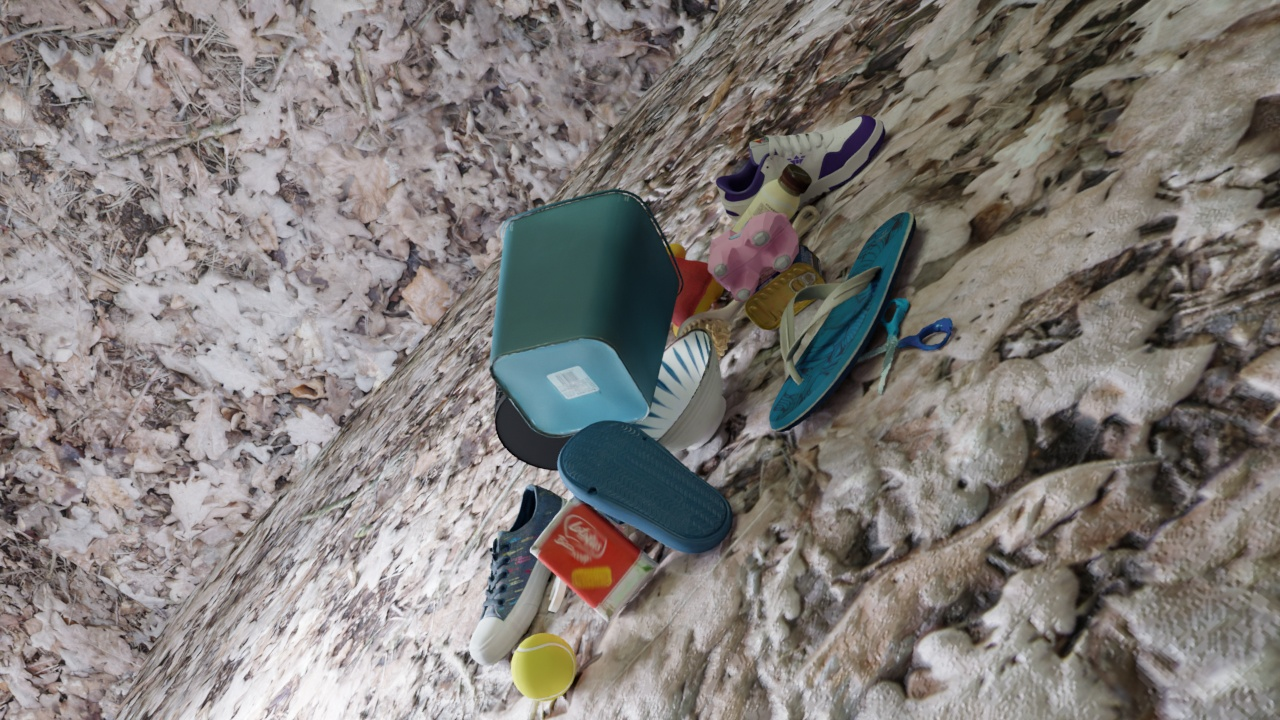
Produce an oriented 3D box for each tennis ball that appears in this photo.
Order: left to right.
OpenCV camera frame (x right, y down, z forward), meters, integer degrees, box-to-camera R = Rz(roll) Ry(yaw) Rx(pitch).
[{"bbox_3d":[-0.097,0.307,0.920,0.065,0.065,0.065,-42,21,19],"label":"tennis ball"}]

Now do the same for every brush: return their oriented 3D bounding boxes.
[{"bbox_3d":[0.146,-0.101,1.194,0.272,0.062,0.077,-48,35,-10],"label":"brush"}]

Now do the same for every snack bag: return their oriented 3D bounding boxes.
[{"bbox_3d":[-0.049,0.202,0.943,0.077,0.116,0.036,-51,-12,0],"label":"snack bag"}]

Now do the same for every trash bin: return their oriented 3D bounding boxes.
[{"bbox_3d":[-0.109,0.013,1.304,0.217,0.217,0.242,-38,29,28],"label":"trash bin"},{"bbox_3d":[-0.068,-0.047,1.078,0.199,0.197,0.218,-12,45,20],"label":"trash bin"}]

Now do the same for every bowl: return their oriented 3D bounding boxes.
[{"bbox_3d":[0.049,0.055,1.060,0.178,0.071,0.177,-47,20,23],"label":"bowl"}]

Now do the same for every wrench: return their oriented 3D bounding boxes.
[{"bbox_3d":[-0.061,0.160,1.080,0.047,0.009,0.273,141,148,-74],"label":"wrench"}]

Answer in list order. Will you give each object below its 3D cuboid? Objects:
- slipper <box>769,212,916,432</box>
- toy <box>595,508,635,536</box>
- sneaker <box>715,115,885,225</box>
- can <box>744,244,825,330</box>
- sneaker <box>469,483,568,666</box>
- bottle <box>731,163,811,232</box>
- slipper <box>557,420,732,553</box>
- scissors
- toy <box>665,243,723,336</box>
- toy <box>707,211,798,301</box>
[{"bbox_3d":[0.203,-0.056,0.951,0.294,0.060,0.118,-57,14,-26],"label":"slipper"},{"bbox_3d":[-0.040,0.193,1.003,0.112,0.087,0.050,-11,40,-18],"label":"toy"},{"bbox_3d":[0.209,-0.277,1.262,0.245,0.111,0.091,-34,29,22],"label":"sneaker"},{"bbox_3d":[0.173,-0.089,1.103,0.100,0.054,0.058,-38,20,27],"label":"can"},{"bbox_3d":[-0.158,0.255,1.125,0.088,0.079,0.234,-26,30,47],"label":"sneaker"},{"bbox_3d":[0.168,-0.191,1.242,0.162,0.056,0.056,-53,14,34],"label":"bottle"},{"bbox_3d":[-0.001,0.134,0.938,0.214,0.059,0.103,30,52,34],"label":"slipper"},{"bbox_3d":[0.246,-0.020,0.877,0.133,0.014,0.127,-21,34,51],"label":"scissors"},{"bbox_3d":[0.008,-0.122,1.274,0.147,0.216,0.099,-61,-1,-35],"label":"toy"},{"bbox_3d":[0.128,-0.131,1.098,0.123,0.067,0.157,-39,14,21],"label":"toy"}]
